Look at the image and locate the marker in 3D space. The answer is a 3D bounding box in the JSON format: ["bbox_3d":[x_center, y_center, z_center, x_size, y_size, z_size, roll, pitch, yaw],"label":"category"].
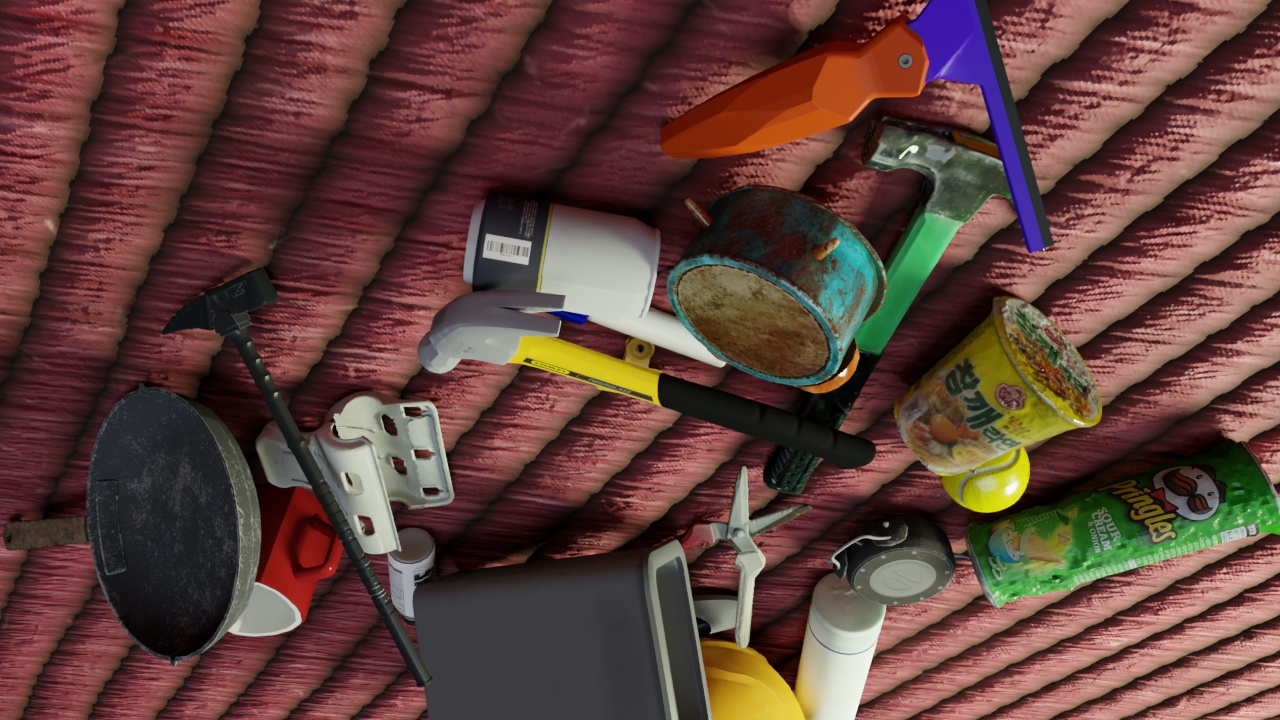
[{"bbox_3d":[-0.001,-0.025,0.630,0.133,0.027,0.023,19,167,-16],"label":"marker"}]

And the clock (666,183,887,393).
[{"bbox_3d":[0.086,-0.037,0.570,0.121,0.073,0.158,20,151,26],"label":"clock"}]

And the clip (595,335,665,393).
[{"bbox_3d":[-0.004,0.005,0.659,0.054,0.046,0.048,12,157,-7],"label":"clip"}]

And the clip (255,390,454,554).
[{"bbox_3d":[-0.226,0.089,0.710,0.150,0.110,0.127,-5,130,-7],"label":"clip"}]

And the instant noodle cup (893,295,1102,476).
[{"bbox_3d":[0.236,0.025,0.628,0.102,0.102,0.108,28,132,-22],"label":"instant noodle cup"}]

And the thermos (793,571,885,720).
[{"bbox_3d":[0.188,0.297,0.894,0.068,0.067,0.230,0,133,1],"label":"thermos"}]

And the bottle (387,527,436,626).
[{"bbox_3d":[-0.207,0.202,0.835,0.041,0.041,0.116,6,132,-4],"label":"bottle"}]

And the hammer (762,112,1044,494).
[{"bbox_3d":[0.156,-0.013,0.636,0.130,0.032,0.320,12,132,-10],"label":"hammer"}]

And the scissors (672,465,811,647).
[{"bbox_3d":[0.073,0.180,0.803,0.200,0.015,0.179,-21,110,26],"label":"scissors"}]

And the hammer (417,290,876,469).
[{"bbox_3d":[0.020,0.022,0.616,0.323,0.029,0.127,18,157,-19],"label":"hammer"}]

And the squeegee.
[{"bbox_3d":[0.092,-0.144,0.492,0.185,0.055,0.250,-12,114,32],"label":"squeegee"}]

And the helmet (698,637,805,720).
[{"bbox_3d":[0.039,0.338,0.876,0.255,0.205,0.131,-11,96,2],"label":"helmet"}]

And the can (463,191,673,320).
[{"bbox_3d":[-0.042,-0.063,0.572,0.127,0.064,0.064,9,132,-7],"label":"can"}]

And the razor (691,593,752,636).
[{"bbox_3d":[0.028,0.247,0.864,0.156,0.060,0.057,-15,122,-11],"label":"razor"}]

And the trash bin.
[{"bbox_3d":[-0.065,0.264,0.778,0.220,0.191,0.097,-11,175,19],"label":"trash bin"}]

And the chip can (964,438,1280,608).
[{"bbox_3d":[0.378,0.134,0.736,0.224,0.075,0.075,-23,128,21],"label":"chip can"}]

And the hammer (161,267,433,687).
[{"bbox_3d":[-0.232,0.098,0.659,0.095,0.015,0.325,-20,102,22],"label":"hammer"}]

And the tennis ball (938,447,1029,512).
[{"bbox_3d":[0.259,0.081,0.694,0.065,0.065,0.065,1,132,1],"label":"tennis ball"}]

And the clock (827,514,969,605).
[{"bbox_3d":[0.217,0.167,0.789,0.122,0.043,0.091,29,127,-23],"label":"clock"}]

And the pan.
[{"bbox_3d":[-0.413,0.131,0.733,0.358,0.207,0.040,-9,177,34],"label":"pan"}]

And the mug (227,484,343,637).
[{"bbox_3d":[-0.298,0.163,0.764,0.116,0.096,0.080,-14,131,14],"label":"mug"}]
